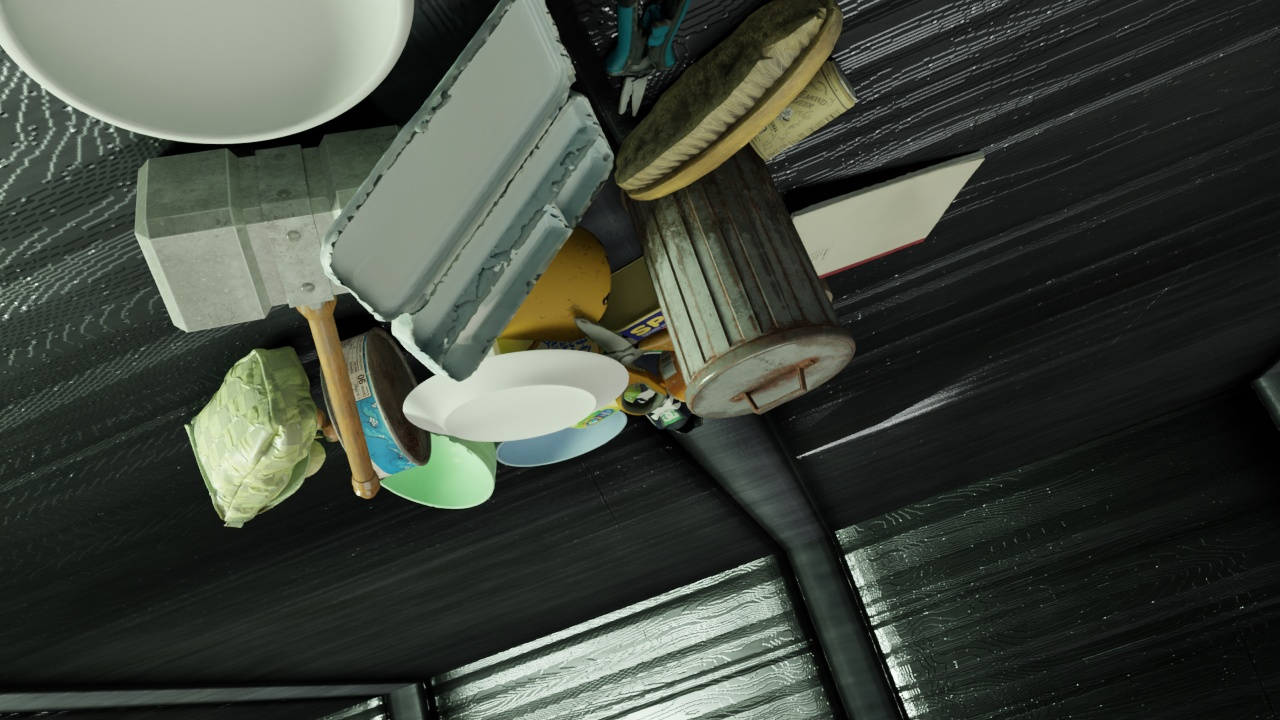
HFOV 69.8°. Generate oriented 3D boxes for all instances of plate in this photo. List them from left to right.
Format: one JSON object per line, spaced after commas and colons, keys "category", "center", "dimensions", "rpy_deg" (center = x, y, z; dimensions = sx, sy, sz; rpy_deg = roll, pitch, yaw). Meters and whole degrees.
{"category": "plate", "center": [-0.101, 0.039, 0.770], "dimensions": [0.188, 0.016, 0.189], "rpy_deg": [-10, 158, -4]}

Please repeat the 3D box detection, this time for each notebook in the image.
{"category": "notebook", "center": [0.220, -0.129, 0.902], "dimensions": [0.208, 0.012, 0.153], "rpy_deg": [-20, 159, -16]}

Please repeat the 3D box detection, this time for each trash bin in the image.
{"category": "trash bin", "center": [0.071, -0.062, 0.709], "dimensions": [0.130, 0.211, 0.131], "rpy_deg": [-16, 158, -7]}

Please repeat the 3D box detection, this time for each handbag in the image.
{"category": "handbag", "center": [-0.331, 0.066, 0.832], "dimensions": [0.116, 0.113, 0.187], "rpy_deg": [-5, 154, -47]}

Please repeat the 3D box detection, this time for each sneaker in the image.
{"category": "sneaker", "center": [0.021, 0.035, 1.066], "dimensions": [0.084, 0.079, 0.235], "rpy_deg": [-25, 156, 16]}

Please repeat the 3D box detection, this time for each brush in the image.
{"category": "brush", "center": [0.054, -0.178, 0.631], "dimensions": [0.196, 0.059, 0.043], "rpy_deg": [-36, 143, 32]}

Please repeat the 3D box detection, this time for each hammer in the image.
{"category": "hammer", "center": [-0.222, -0.001, 0.660], "dimensions": [0.162, 0.082, 0.318], "rpy_deg": [-12, 137, -15]}

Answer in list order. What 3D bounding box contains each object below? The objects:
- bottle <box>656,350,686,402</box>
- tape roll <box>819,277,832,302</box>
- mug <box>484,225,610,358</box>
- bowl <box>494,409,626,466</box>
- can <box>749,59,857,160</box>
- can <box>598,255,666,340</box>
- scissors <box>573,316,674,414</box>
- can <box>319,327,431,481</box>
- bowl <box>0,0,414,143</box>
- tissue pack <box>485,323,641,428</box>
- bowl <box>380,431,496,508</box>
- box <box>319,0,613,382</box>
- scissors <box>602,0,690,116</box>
{"category": "bottle", "center": [0.092, -0.020, 0.876], "dimensions": [0.168, 0.059, 0.059], "rpy_deg": [-33, 154, 32]}
{"category": "tape roll", "center": [0.161, -0.065, 1.007], "dimensions": [0.093, 0.030, 0.094], "rpy_deg": [-16, 157, -7]}
{"category": "mug", "center": [-0.090, -0.053, 0.734], "dimensions": [0.094, 0.100, 0.124], "rpy_deg": [1, 114, -44]}
{"category": "bowl", "center": [-0.098, 0.055, 1.028], "dimensions": [0.150, 0.074, 0.151], "rpy_deg": [-16, 158, -7]}
{"category": "can", "center": [0.118, -0.186, 0.685], "dimensions": [0.080, 0.038, 0.038], "rpy_deg": [-30, 155, 26]}
{"category": "can", "center": [0.027, -0.061, 0.882], "dimensions": [0.116, 0.056, 0.092], "rpy_deg": [-28, 157, 21]}
{"category": "scissors", "center": [-0.004, 0.003, 0.806], "dimensions": [0.224, 0.016, 0.217], "rpy_deg": [-13, 151, -26]}
{"category": "can", "center": [-0.232, 0.039, 0.813], "dimensions": [0.044, 0.130, 0.130], "rpy_deg": [-19, 158, 1]}
{"category": "bowl", "center": [-0.197, -0.180, 0.418], "dimensions": [0.176, 0.066, 0.177], "rpy_deg": [-16, 157, -7]}
{"category": "tissue pack", "center": [-0.119, 0.012, 0.872], "dimensions": [0.142, 0.120, 0.197], "rpy_deg": [-34, 147, 30]}
{"category": "bowl", "center": [-0.218, 0.086, 0.974], "dimensions": [0.151, 0.076, 0.151], "rpy_deg": [8, 140, 7]}
{"category": "box", "center": [-0.098, -0.101, 0.577], "dimensions": [0.208, 0.037, 0.189], "rpy_deg": [-59, 153, -11]}
{"category": "scissors", "center": [0.008, -0.207, 0.580], "dimensions": [0.144, 0.019, 0.126], "rpy_deg": [-30, 156, 30]}
